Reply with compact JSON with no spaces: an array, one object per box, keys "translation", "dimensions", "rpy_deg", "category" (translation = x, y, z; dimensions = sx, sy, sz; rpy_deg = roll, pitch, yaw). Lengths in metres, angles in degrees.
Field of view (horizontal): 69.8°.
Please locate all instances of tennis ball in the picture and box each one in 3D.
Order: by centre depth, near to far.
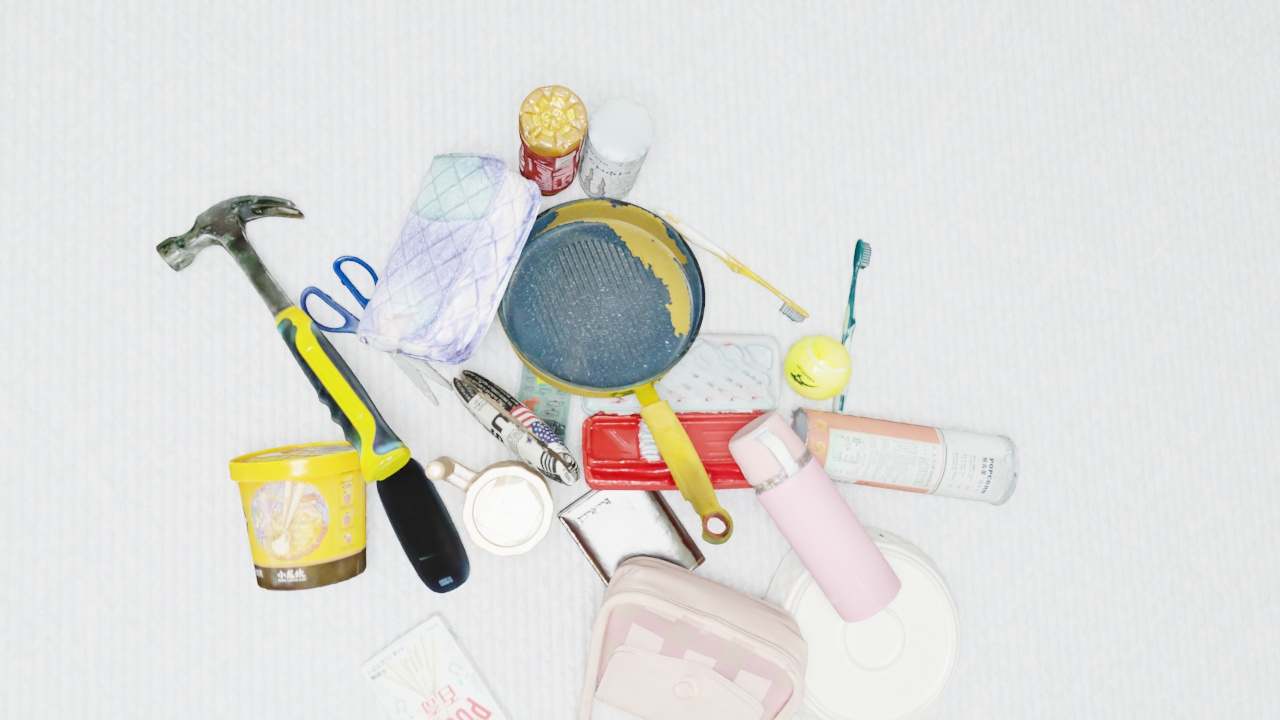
[{"translation":[0.174,0.007,0.904],"dimensions":[0.065,0.065,0.065],"rpy_deg":[1,85,-7],"category":"tennis ball"}]

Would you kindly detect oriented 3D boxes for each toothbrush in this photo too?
[{"translation":[0.091,-0.096,0.928],"dimensions":[0.191,0.016,0.018],"rpy_deg":[35,90,-4],"category":"toothbrush"},{"translation":[0.216,-0.031,0.938],"dimensions":[0.018,0.016,0.191],"rpy_deg":[11,83,-17],"category":"toothbrush"}]

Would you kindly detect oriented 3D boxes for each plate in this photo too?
[{"translation":[0.221,0.267,0.898],"dimensions":[0.205,0.045,0.204],"rpy_deg":[1,85,-6],"category":"plate"}]

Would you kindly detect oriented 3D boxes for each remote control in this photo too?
[{"translation":[-0.205,0.156,0.865],"dimensions":[0.053,0.024,0.136],"rpy_deg":[-27,89,-7],"category":"remote control"},{"translation":[-0.092,0.026,0.892],"dimensions":[0.056,0.019,0.135],"rpy_deg":[8,84,-6],"category":"remote control"}]

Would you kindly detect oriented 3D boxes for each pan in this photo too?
[{"translation":[-0.005,0.005,0.836],"dimensions":[0.197,0.078,0.357],"rpy_deg":[-20,74,-13],"category":"pan"}]

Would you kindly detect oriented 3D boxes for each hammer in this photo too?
[{"translation":[-0.302,-0.028,0.814],"dimensions":[0.126,0.032,0.323],"rpy_deg":[-38,70,-10],"category":"hammer"}]

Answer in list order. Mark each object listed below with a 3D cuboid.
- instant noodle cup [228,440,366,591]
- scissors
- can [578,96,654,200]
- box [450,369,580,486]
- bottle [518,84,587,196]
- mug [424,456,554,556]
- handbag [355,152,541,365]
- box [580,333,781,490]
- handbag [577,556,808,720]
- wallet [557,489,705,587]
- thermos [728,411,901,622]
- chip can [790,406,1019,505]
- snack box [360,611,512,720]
[{"translation":[-0.295,0.136,0.814],"dimensions":[0.118,0.118,0.114],"rpy_deg":[-5,94,-8],"category":"instant noodle cup"},{"translation":[-0.243,-0.032,0.883],"dimensions":[0.172,0.012,0.132],"rpy_deg":[16,83,-7],"category":"scissors"},{"translation":[-0.025,-0.192,0.855],"dimensions":[0.058,0.147,0.058],"rpy_deg":[1,85,-8],"category":"can"},{"translation":[-0.117,0.062,0.832],"dimensions":[0.164,0.068,0.052],"rpy_deg":[32,87,36],"category":"box"},{"translation":[-0.082,-0.191,0.834],"dimensions":[0.057,0.175,0.057],"rpy_deg":[1,84,-8],"category":"bottle"},{"translation":[-0.137,0.123,0.836],"dimensions":[0.124,0.103,0.084],"rpy_deg":[31,82,-4],"category":"mug"},{"translation":[-0.175,-0.091,0.838],"dimensions":[0.075,0.134,0.193],"rpy_deg":[35,73,-47],"category":"handbag"},{"translation":[0.041,0.050,0.893],"dimensions":[0.201,0.058,0.161],"rpy_deg":[0,74,-8],"category":"box"},{"translation":[0.029,0.315,0.842],"dimensions":[0.193,0.093,0.234],"rpy_deg":[23,102,5],"category":"handbag"},{"translation":[-0.008,0.171,0.892],"dimensions":[0.096,0.020,0.122],"rpy_deg":[-34,88,-8],"category":"wallet"},{"translation":[0.158,0.140,0.829],"dimensions":[0.067,0.087,0.198],"rpy_deg":[-34,94,-7],"category":"thermos"},{"translation":[0.254,0.094,0.903],"dimensions":[0.214,0.071,0.071],"rpy_deg":[8,84,-6],"category":"chip can"},{"translation":[-0.181,0.323,0.852],"dimensions":[0.084,0.027,0.157],"rpy_deg":[-34,89,-9],"category":"snack box"}]
